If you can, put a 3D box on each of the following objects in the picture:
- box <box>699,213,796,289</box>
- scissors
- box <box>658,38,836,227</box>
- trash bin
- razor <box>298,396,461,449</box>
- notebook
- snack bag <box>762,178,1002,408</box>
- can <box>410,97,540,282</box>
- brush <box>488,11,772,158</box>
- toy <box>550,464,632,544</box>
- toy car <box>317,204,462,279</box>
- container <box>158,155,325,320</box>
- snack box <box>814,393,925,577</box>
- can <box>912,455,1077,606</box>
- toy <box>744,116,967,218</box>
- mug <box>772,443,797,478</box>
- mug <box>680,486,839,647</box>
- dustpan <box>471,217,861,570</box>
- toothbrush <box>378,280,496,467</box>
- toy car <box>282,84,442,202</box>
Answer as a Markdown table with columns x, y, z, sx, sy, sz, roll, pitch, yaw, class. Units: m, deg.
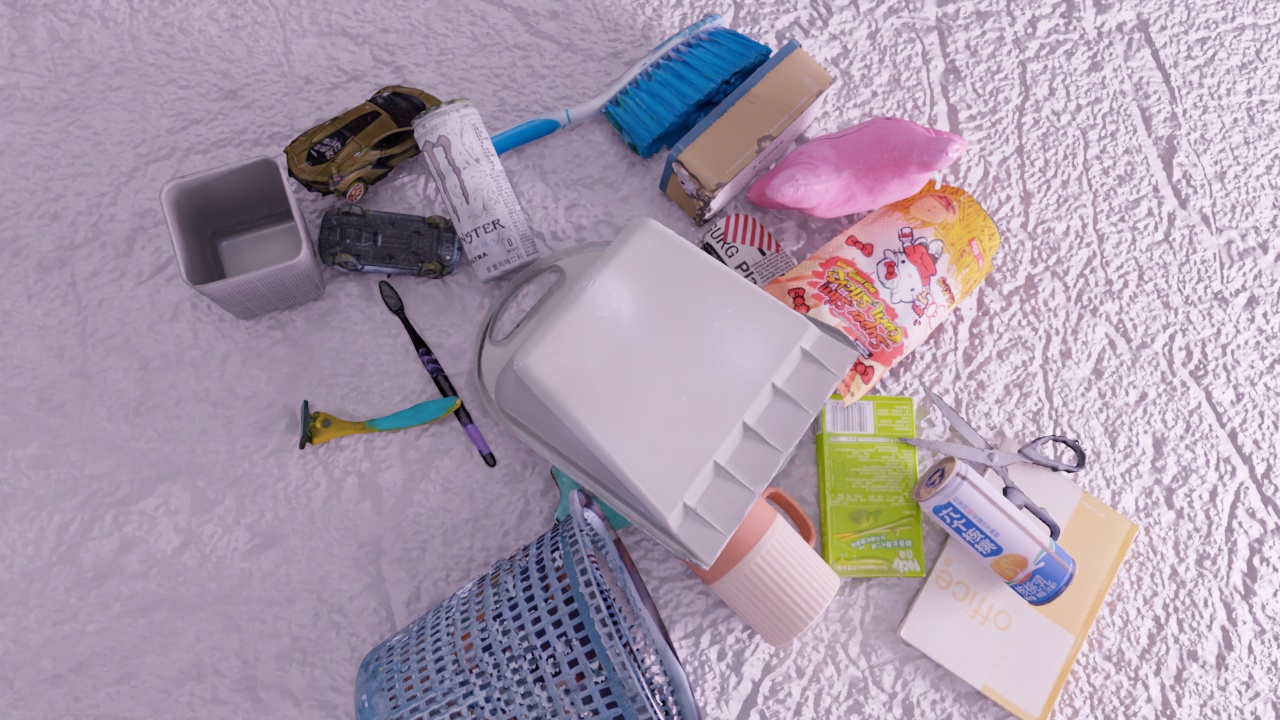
| x | y | z | sx | sy | sz | roll | pitch | yaw | class |
| --- | --- | --- | --- | --- | --- | --- | --- | --- | --- |
| 0.115 | -0.057 | 0.817 | 0.070 | 0.055 | 0.164 | -34 | 83 | -1 | box |
| 0.312 | 0.087 | 0.798 | 0.159 | 0.014 | 0.178 | -20 | 84 | -15 | scissors |
| 0.099 | -0.206 | 0.823 | 0.060 | 0.090 | 0.184 | 42 | 73 | 5 | box |
| -0.081 | 0.233 | 0.648 | 0.195 | 0.226 | 0.226 | -26 | 81 | 1 | trash bin |
| -0.213 | 0.047 | 0.756 | 0.132 | 0.028 | 0.043 | -9 | 47 | -6 | razor |
| 0.330 | 0.189 | 0.795 | 0.146 | 0.010 | 0.206 | 35 | 75 | 2 | notebook |
| 0.215 | -0.067 | 0.801 | 0.207 | 0.073 | 0.128 | -37 | 95 | -19 | snack bag |
| -0.139 | -0.142 | 0.776 | 0.058 | 0.058 | 0.147 | -25 | 97 | -12 | can |
| -0.030 | -0.221 | 0.833 | 0.314 | 0.060 | 0.109 | -38 | 78 | -11 | brush |
| -0.032 | 0.119 | 0.761 | 0.091 | 0.030 | 0.096 | -27 | 77 | -14 | toy |
| -0.214 | -0.100 | 0.787 | 0.120 | 0.037 | 0.054 | 4 | 73 | -10 | toy car |
| -0.309 | -0.091 | 0.733 | 0.090 | 0.114 | 0.090 | -18 | 79 | -11 | container |
| 0.196 | 0.107 | 0.791 | 0.085 | 0.026 | 0.156 | 1 | 76 | -7 | snack box |
| 0.293 | 0.140 | 0.762 | 0.134 | 0.053 | 0.053 | 41 | 75 | -2 | can |
| 0.183 | -0.167 | 0.801 | 0.195 | 0.178 | 0.074 | -11 | 101 | 21 | toy |
| 0.097 | 0.045 | 0.770 | 0.106 | 0.082 | 0.112 | -44 | 114 | -17 | mug |
| 0.103 | 0.157 | 0.748 | 0.106 | 0.082 | 0.114 | 45 | 46 | 3 | mug |
| -0.004 | 0.004 | 0.744 | 0.258 | 0.143 | 0.222 | 40 | 71 | -3 | dustpan |
| -0.173 | 0.010 | 0.777 | 0.014 | 0.017 | 0.189 | -31 | 84 | -13 | toothbrush |
| -0.232 | -0.193 | 0.790 | 0.070 | 0.042 | 0.157 | 37 | 57 | 14 | toy car |
